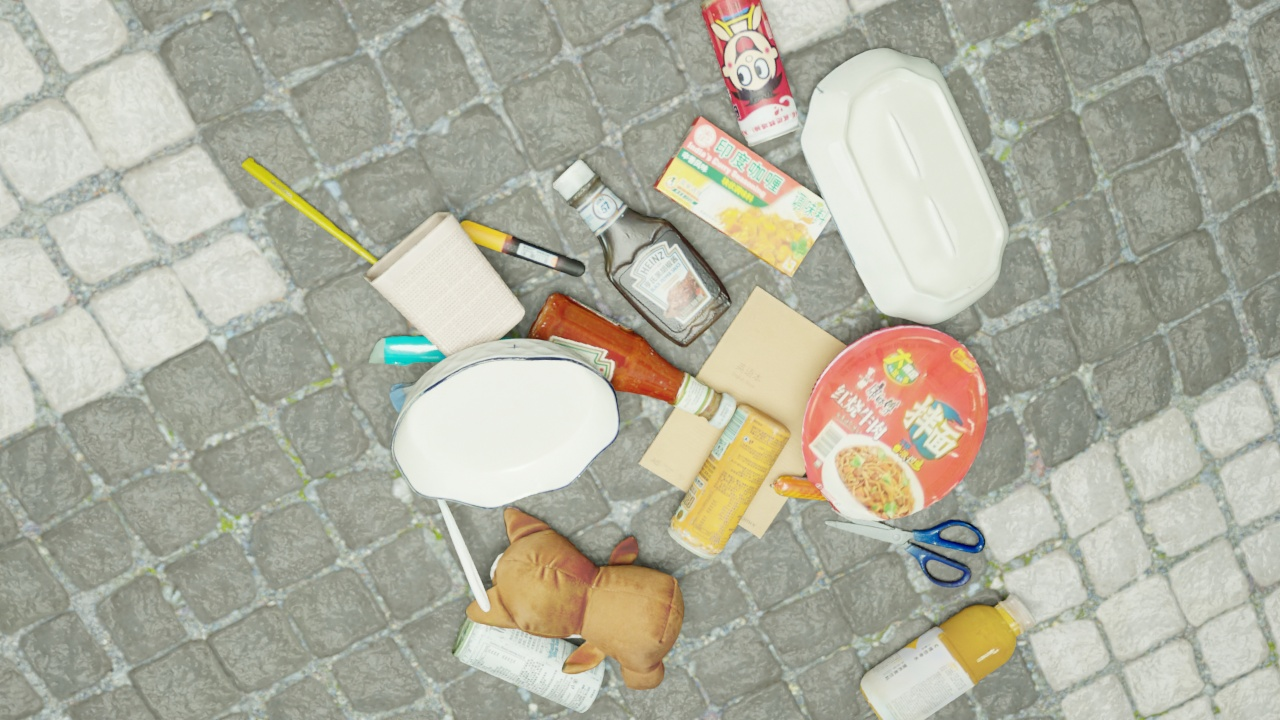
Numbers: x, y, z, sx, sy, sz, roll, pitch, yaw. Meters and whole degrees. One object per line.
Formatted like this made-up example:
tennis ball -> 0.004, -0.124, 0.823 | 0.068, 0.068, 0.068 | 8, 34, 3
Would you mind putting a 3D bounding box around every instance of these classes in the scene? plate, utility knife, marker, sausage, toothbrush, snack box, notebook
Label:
plate -> 0.257, -0.160, 0.855 | 0.162, 0.034, 0.266 | -30, 103, -9
utility knife -> -0.180, -0.009, 0.871 | 0.151, 0.012, 0.029 | 0, 103, -7
marker -> -0.110, -0.103, 0.857 | 0.124, 0.015, 0.018 | 19, 95, -11
plate -> -0.121, 0.056, 0.825 | 0.204, 0.045, 0.205 | -12, 139, -11
sausage -> 0.207, 0.133, 0.922 | 0.165, 0.021, 0.021 | 8, 101, -14
toothbrush -> -0.182, 0.154, 0.860 | 0.016, 0.016, 0.180 | -32, 72, 10
snack box -> 0.097, -0.152, 0.859 | 0.155, 0.027, 0.077 | 31, 96, -11
toothbrush -> -0.278, -0.122, 0.837 | 0.190, 0.015, 0.016 | 38, 91, -11
notebook -> 0.116, 0.054, 0.911 | 0.149, 0.012, 0.211 | 32, 96, -10

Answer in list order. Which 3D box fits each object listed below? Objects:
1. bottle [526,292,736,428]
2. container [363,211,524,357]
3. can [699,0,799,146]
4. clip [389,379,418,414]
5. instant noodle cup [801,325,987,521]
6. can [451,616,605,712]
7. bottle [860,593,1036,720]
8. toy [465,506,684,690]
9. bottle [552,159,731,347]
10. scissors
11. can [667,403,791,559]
bottle -> -0.005, 0.005, 0.865 | 0.206, 0.059, 0.060 | 27, 98, -9
container -> -0.171, -0.060, 0.814 | 0.090, 0.090, 0.111 | -43, 112, -10
can -> 0.099, -0.264, 0.823 | 0.053, 0.053, 0.133 | -21, 103, -1
clip -> -0.209, 0.028, 0.873 | 0.058, 0.045, 0.027 | -23, 101, -6
instant noodle cup -> 0.232, 0.054, 0.884 | 0.193, 0.066, 0.194 | -4, 107, -14
can -> -0.110, 0.297, 0.915 | 0.146, 0.058, 0.058 | 27, 98, -10
bottle -> 0.320, 0.310, 0.952 | 0.189, 0.068, 0.068 | -35, 102, 2
toy -> -0.059, 0.230, 0.887 | 0.199, 0.139, 0.131 | 21, 140, -8
bottle -> -0.002, -0.103, 0.852 | 0.080, 0.044, 0.195 | -43, 101, 3
scissors -> 0.278, 0.176, 0.951 | 0.125, 0.012, 0.173 | -44, 101, 6
can -> 0.085, 0.116, 0.884 | 0.058, 0.058, 0.146 | 29, 97, -10
